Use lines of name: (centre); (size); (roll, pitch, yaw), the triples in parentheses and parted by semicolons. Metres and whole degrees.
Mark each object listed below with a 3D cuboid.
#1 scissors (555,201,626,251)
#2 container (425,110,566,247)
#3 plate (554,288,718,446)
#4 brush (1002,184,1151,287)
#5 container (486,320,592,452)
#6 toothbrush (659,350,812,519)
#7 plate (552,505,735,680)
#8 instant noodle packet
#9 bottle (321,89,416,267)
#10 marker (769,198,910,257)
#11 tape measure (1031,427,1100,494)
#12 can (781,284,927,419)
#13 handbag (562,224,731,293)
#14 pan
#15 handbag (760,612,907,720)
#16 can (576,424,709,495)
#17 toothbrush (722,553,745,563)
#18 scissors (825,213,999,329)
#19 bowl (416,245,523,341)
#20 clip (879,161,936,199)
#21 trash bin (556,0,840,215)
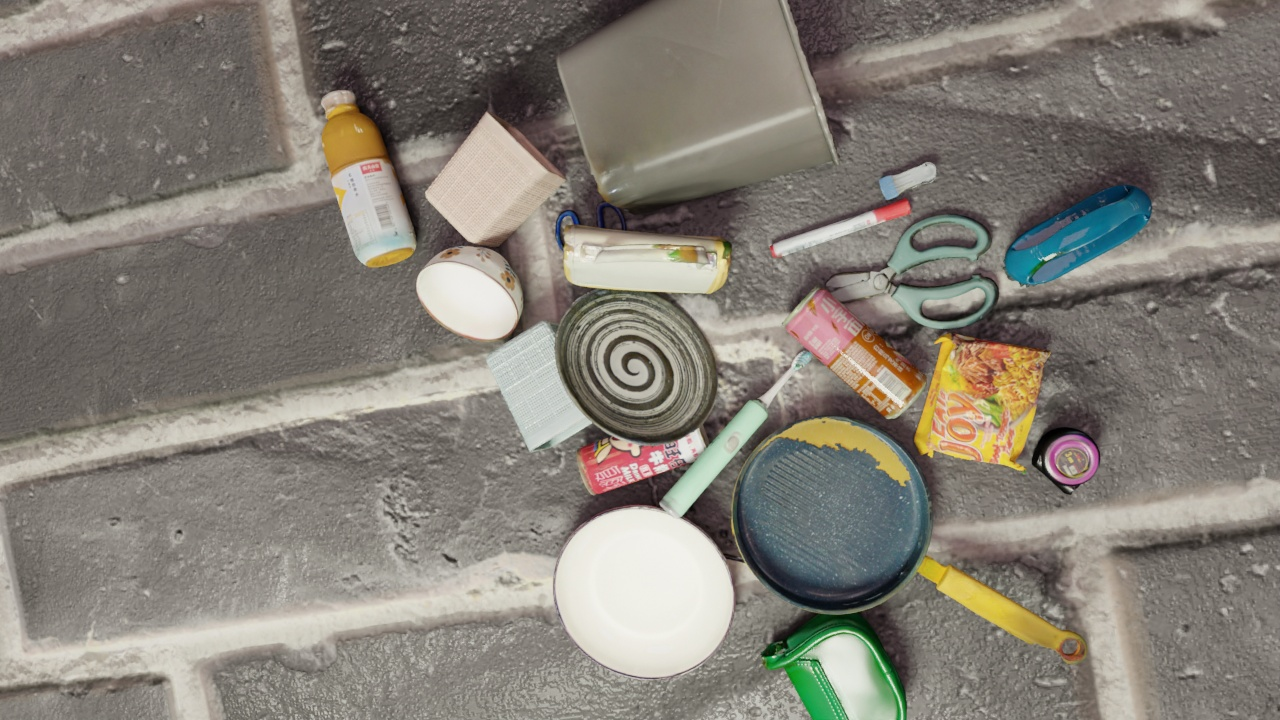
scissors: (-0.051, -0.086, 0.989); (0.132, 0.012, 0.172); (17, 95, 7)
container: (-0.154, -0.185, 0.966); (0.090, 0.089, 0.111); (45, 101, 5)
plate: (-0.006, 0.005, 0.933); (0.179, 0.024, 0.179); (11, 61, -21)
brush: (0.419, -0.121, 0.879); (0.144, 0.073, 0.055); (-29, 82, 9)
container: (-0.095, 0.025, 0.960); (0.090, 0.090, 0.111); (-31, 84, 8)
toothbrush: (0.101, 0.071, 0.932); (0.026, 0.027, 0.224); (46, 78, -13)
plate: (0.005, 0.239, 0.963); (0.192, 0.039, 0.192); (2, 101, 10)
instant noodle packet: (0.338, 0.042, 0.912); (0.111, 0.044, 0.128); (12, 94, 13)
bottle: (-0.301, -0.198, 0.998); (0.068, 0.068, 0.189); (-19, 88, 9)
marker: (0.204, -0.135, 0.942); (0.145, 0.017, 0.017); (-18, 88, 9)
tape measure: (0.419, 0.094, 0.902); (0.057, 0.039, 0.058); (40, 102, 6)
can: (0.215, -0.008, 0.923); (0.147, 0.058, 0.058); (42, 97, 6)
handbag: (0.005, -0.097, 0.889); (0.163, 0.178, 0.063); (4, 97, -1)
pan: (0.260, 0.191, 0.903); (0.357, 0.078, 0.197); (28, 91, 7)
handbag: (0.200, 0.328, 0.928); (0.120, 0.068, 0.131); (-30, 86, 10)
can: (0.003, 0.096, 0.962); (0.133, 0.053, 0.053); (-20, 88, 9)
toothbrush: (0.042, 0.194, 0.978); (0.181, 0.015, 0.018); (9, 86, 8)
scissors: (0.275, -0.071, 0.931); (0.180, 0.019, 0.143); (-19, 89, 8)
bowl: (-0.174, -0.080, 0.973); (0.113, 0.114, 0.062); (12, 50, 9)
clip: (0.272, -0.183, 0.931); (0.057, 0.032, 0.025); (-21, 86, 16)
trash bin: (0.059, -0.253, 0.885); (0.220, 0.198, 0.199); (-19, 86, 16)
